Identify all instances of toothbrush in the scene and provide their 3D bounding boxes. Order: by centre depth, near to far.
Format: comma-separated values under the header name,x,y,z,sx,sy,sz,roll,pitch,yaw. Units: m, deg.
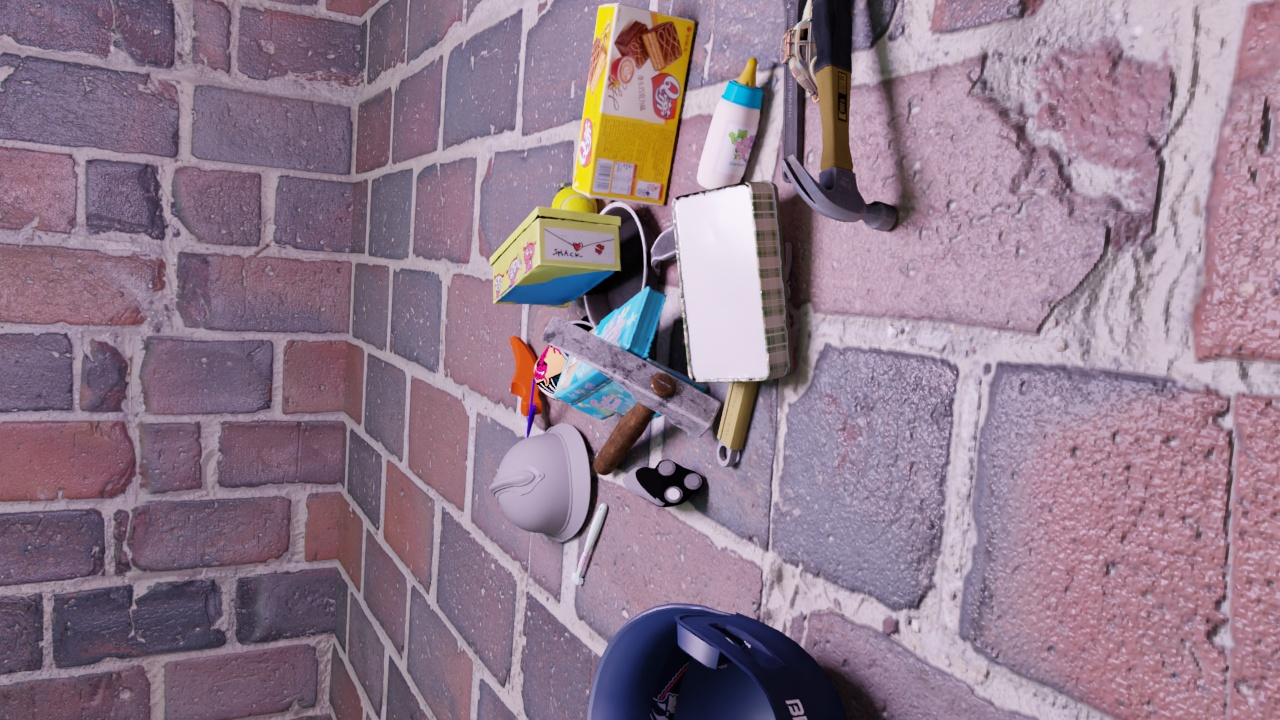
name,x,y,z,sx,sy,sz,roll,pitch,yaw
toothbrush,-0.074,0.270,1.349,0.022,0.015,0.155,33,121,23

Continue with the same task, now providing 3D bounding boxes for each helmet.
name,x,y,z,sx,sy,sz,roll,pitch,yaw
helmet,0.066,0.352,0.868,0.273,0.223,0.232,7,80,32
helmet,-0.178,0.195,1.432,0.272,0.117,0.183,-33,61,59

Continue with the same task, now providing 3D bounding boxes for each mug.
name,x,y,z,sx,sy,sz,roll,pitch,yaw
mug,-0.097,-0.012,1.348,0.098,0.082,0.117,-48,21,50

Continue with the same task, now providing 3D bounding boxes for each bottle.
name,x,y,z,sx,sy,sz,roll,pitch,yaw
bottle,0.103,-0.259,1.008,0.051,0.051,0.146,50,131,50

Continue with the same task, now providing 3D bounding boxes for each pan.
name,x,y,z,sx,sy,sz,roll,pitch,yaw
pan,0.007,-0.129,1.173,0.358,0.055,0.187,-11,79,60

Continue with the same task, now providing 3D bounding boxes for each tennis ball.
name,x,y,z,sx,sy,sz,roll,pitch,yaw
tennis ball,-0.094,-0.216,1.309,0.065,0.065,0.065,-4,86,61

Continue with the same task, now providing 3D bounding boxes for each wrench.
name,x,y,z,sx,sy,sz,roll,pitch,yaw
wrench,0.158,-0.321,0.949,0.073,0.018,0.273,4,94,61
wrench,0.119,-0.010,1.004,0.083,0.018,0.274,40,123,55

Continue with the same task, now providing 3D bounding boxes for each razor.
name,x,y,z,sx,sy,sz,roll,pitch,yaw
razor,0.021,0.154,1.146,0.060,0.057,0.156,61,158,-3

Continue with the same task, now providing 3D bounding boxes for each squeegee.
name,x,y,z,sx,sy,sz,roll,pitch,yaw
squeegee,-0.190,0.036,1.526,0.250,0.055,0.184,105,152,-52

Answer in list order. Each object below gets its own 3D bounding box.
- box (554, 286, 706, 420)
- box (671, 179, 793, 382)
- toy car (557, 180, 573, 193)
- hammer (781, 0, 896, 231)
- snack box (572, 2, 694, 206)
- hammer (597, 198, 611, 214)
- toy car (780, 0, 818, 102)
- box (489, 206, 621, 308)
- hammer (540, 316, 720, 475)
name,x,y,z,sx,sy,sz,roll,pitch,yaw
box,-0.007,0.008,1.179,0.227,0.121,0.097,-33,33,57
box,0.095,-0.080,0.961,0.118,0.049,0.205,-4,93,47
toy car,-0.100,-0.250,1.397,0.107,0.030,0.049,5,94,59
hammer,0.175,-0.286,0.837,0.025,0.117,0.332,-19,67,57
snack box,-0.010,-0.318,1.154,0.062,0.110,0.230,-143,59,-60
hammer,-0.033,-0.290,1.293,0.119,0.030,0.332,48,132,52
toy car,0.163,-0.310,0.895,0.047,0.047,0.112,-143,56,-86
box,-0.122,-0.135,1.266,0.221,0.124,0.080,158,112,-65
hammer,-0.047,0.070,1.167,0.037,0.217,0.301,-63,3,-29
